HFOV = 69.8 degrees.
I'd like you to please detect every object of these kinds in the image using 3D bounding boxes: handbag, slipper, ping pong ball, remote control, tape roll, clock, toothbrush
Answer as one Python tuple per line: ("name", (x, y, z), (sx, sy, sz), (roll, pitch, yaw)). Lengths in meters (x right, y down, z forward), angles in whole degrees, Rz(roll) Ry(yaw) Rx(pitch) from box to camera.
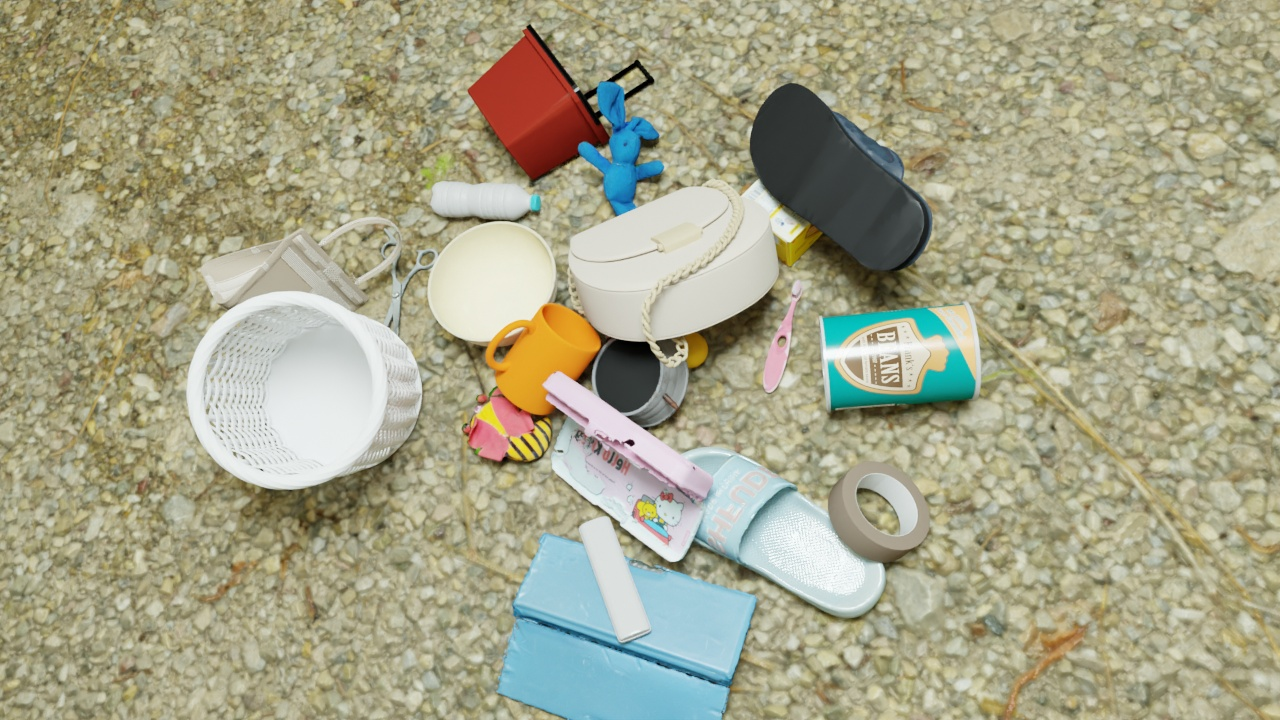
("handbag", (-0.364, -0.098, 1.061), (0.198, 0.176, 0.062), (-34, 65, -5))
("slipper", (0.127, 0.162, 0.903), (0.245, 0.074, 0.104), (30, 76, 20))
("slipper", (0.216, -0.187, 0.962), (0.265, 0.083, 0.109), (53, 124, 34))
("ping pong ball", (0.054, -0.012, 1.006), (0.040, 0.040, 0.040), (-4, 67, 10))
("remote control", (-0.026, 0.213, 0.904), (0.033, 0.012, 0.130), (-19, 54, -7))
("tape roll", (0.230, 0.145, 0.885), (0.093, 0.030, 0.093), (11, 52, -15))
("clock", (-0.006, 0.006, 0.992), (0.104, 0.056, 0.147), (-30, 66, 25))
("toothbrush", (0.157, -0.028, 1.004), (0.022, 0.016, 0.134), (13, 71, 17))
("handbag", (0.035, -0.099, 0.975), (0.210, 0.103, 0.208), (-26, 33, -14))

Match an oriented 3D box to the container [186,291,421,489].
("container", (-0.340, 0.033, 0.963), (0.189, 0.187, 0.189), (0, 87, -2))

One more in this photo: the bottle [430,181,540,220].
("bottle", (-0.190, -0.197, 1.132), (0.136, 0.044, 0.044), (5, 69, 14))

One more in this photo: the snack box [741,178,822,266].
("snack box", (0.173, -0.177, 1.035), (0.083, 0.061, 0.105), (41, 81, 22))

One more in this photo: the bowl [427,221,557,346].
("bowl", (-0.161, -0.077, 1.060), (0.151, 0.075, 0.150), (-5, 67, 11))

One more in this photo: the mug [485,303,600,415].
("mug", (-0.113, -0.005, 0.983), (0.096, 0.112, 0.077), (-52, 46, 24))

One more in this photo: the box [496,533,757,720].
("box", (-0.018, 0.278, 0.898), (0.232, 0.060, 0.175), (13, 73, 16))

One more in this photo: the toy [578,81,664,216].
("toy", (-0.012, -0.235, 1.097), (0.071, 0.112, 0.176), (-9, 86, 46))

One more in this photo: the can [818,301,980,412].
("can", (0.258, -0.003, 0.926), (0.144, 0.099, 0.099), (-5, 67, 10))

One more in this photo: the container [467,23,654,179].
("container", (-0.091, -0.334, 1.129), (0.201, 0.127, 0.148), (-35, 65, 4))

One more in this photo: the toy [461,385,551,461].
("toy", (-0.150, 0.075, 1.016), (0.103, 0.046, 0.084), (21, 61, 14))

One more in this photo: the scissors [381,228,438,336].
("scissors", (-0.308, -0.091, 1.132), (0.131, 0.014, 0.153), (29, 74, 21))

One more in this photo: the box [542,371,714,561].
("box", (-0.027, 0.107, 0.919), (0.201, 0.111, 0.101), (32, 89, 35))
